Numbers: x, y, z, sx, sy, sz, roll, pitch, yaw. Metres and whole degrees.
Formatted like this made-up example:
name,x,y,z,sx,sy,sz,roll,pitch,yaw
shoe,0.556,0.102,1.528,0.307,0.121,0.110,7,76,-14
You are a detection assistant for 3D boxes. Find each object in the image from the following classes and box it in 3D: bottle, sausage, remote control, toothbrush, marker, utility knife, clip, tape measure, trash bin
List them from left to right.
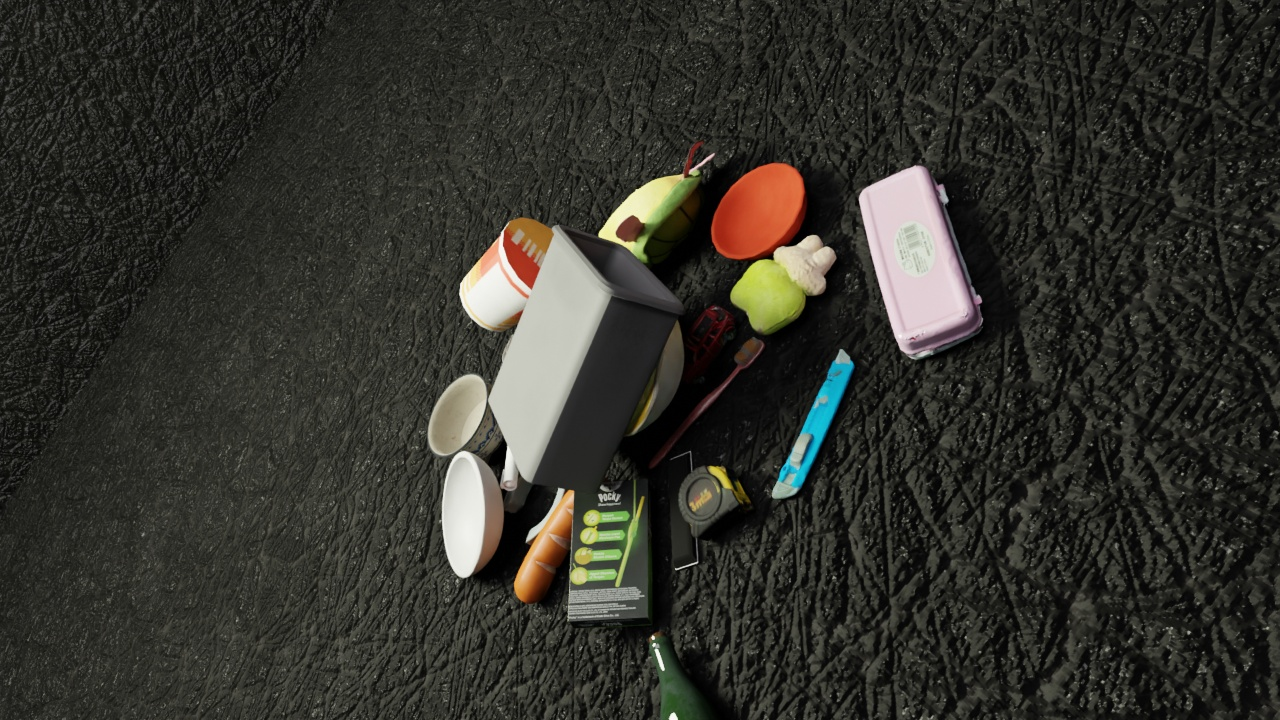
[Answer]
name,x,y,z,sx,sy,sz,roll,pitch,yaw
marker,-0.157,0.112,1.131,0.020,0.017,0.133,-17,32,8
clip,-0.113,0.124,1.098,0.143,0.029,0.172,26,84,48
sausage,-0.089,0.195,1.019,0.044,0.039,0.164,32,89,45
trash bin,-0.066,-0.004,0.971,0.220,0.097,0.191,-66,30,18
remote control,0.042,0.151,0.938,0.028,0.011,0.124,-26,49,31
bottle,0.042,0.314,0.802,0.055,0.055,0.174,-43,41,16
toothbrush,0.067,0.048,0.979,0.184,0.015,0.015,-50,47,11
tape measure,0.070,0.137,0.902,0.067,0.038,0.062,-42,50,21
utility knife,0.166,0.061,0.872,0.031,0.015,0.158,16,76,44

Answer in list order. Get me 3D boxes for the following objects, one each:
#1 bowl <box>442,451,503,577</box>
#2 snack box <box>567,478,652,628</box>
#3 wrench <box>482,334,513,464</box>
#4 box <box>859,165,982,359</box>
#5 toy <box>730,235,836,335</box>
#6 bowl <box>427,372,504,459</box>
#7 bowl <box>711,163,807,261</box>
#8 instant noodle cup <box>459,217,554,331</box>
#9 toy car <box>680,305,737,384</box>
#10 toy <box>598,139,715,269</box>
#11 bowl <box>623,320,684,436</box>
name,x,y,z,sx,sy,sz,roll,pitch,yaw
bowl,-0.197,0.185,1.110,0.150,0.043,0.149,-9,79,60
snack box,-0.029,0.197,0.942,0.080,0.025,0.147,-6,57,9
wrench,-0.192,0.080,1.219,0.070,0.010,0.272,0,65,45
box,0.262,-0.096,0.862,0.087,0.044,0.201,-24,49,26
toy,0.151,-0.082,0.956,0.115,0.046,0.092,-42,43,7
bowl,-0.215,0.081,1.185,0.116,0.059,0.115,-24,50,33
bowl,0.138,-0.159,1.024,0.122,0.035,0.121,-25,50,32
instant noodle cup,-0.172,-0.108,1.244,0.121,0.123,0.123,-33,45,36
toy car,0.069,-0.016,1.004,0.042,0.036,0.091,37,99,50
toy,0.010,-0.162,1.108,0.238,0.087,0.190,-52,5,6
bowl,-0.006,0.006,1.020,0.189,0.060,0.219,-61,33,22
